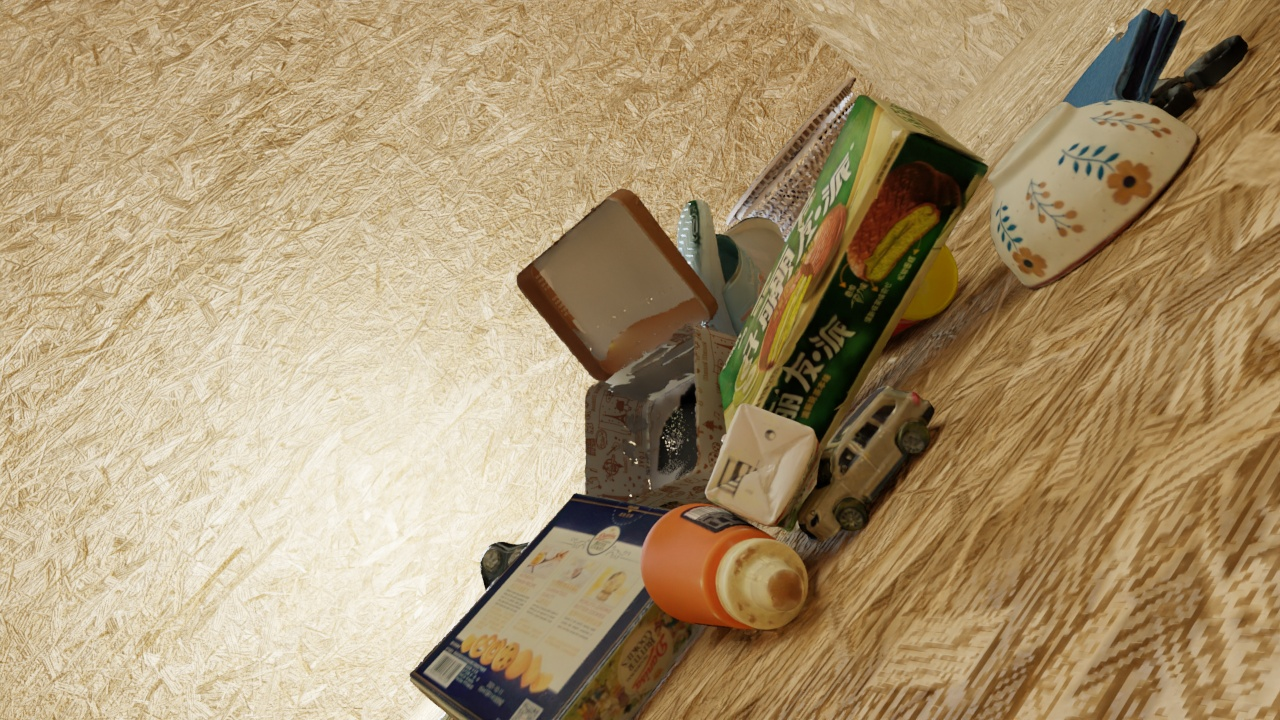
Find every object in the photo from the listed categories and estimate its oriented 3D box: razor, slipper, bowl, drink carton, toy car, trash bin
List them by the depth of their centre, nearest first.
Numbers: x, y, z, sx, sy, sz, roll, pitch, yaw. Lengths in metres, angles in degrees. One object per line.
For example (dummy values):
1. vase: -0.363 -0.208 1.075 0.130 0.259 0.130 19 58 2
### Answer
1. toy car: 0.110 0.053 0.465 0.090 0.035 0.042 -50 -3 -11
2. drink carton: 0.069 0.061 0.502 0.053 0.045 0.122 -66 -16 -5
3. bowl: 0.235 -0.101 0.506 0.113 0.062 0.113 -46 -3 -3
4. razor: -0.048 0.172 0.753 0.167 0.062 0.068 4 -43 -35
5. slipper: 0.097 -0.035 0.845 0.074 0.245 0.104 -20 32 9
6. trash bin: 0.247 -0.191 1.109 0.227 0.192 0.227 -48 -1 -2

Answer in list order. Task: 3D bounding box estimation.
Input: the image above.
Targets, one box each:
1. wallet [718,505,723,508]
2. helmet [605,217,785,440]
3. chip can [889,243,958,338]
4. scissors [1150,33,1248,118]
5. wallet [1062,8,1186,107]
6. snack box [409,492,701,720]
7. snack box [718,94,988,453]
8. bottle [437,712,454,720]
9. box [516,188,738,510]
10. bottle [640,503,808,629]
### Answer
1. wallet: 0.038 0.155 0.838 0.115 0.024 0.087 -46 2 42
2. helmet: 0.100 -0.012 1.012 0.274 0.157 0.230 -39 -31 -6
3. chip can: 0.184 -0.042 0.770 0.073 0.073 0.217 -47 -3 -15
4. scissors: 0.332 -0.169 0.590 0.135 0.014 0.175 -46 -2 -9
5. wallet: 0.296 -0.154 0.608 0.106 0.040 0.133 -54 -6 -29
6. snack box: -0.046 0.173 0.605 0.182 0.046 0.178 -46 22 -25
7. snack box: 0.130 -0.048 0.618 0.114 0.063 0.241 -88 20 -63
8. bottle: -0.196 0.384 0.843 0.206 0.060 0.059 -47 -2 5
9. box: 0.004 0.005 0.788 0.126 0.273 0.179 -14 -11 -39
10. bottle: 0.045 0.108 0.468 0.066 0.067 0.150 -47 6 -15
